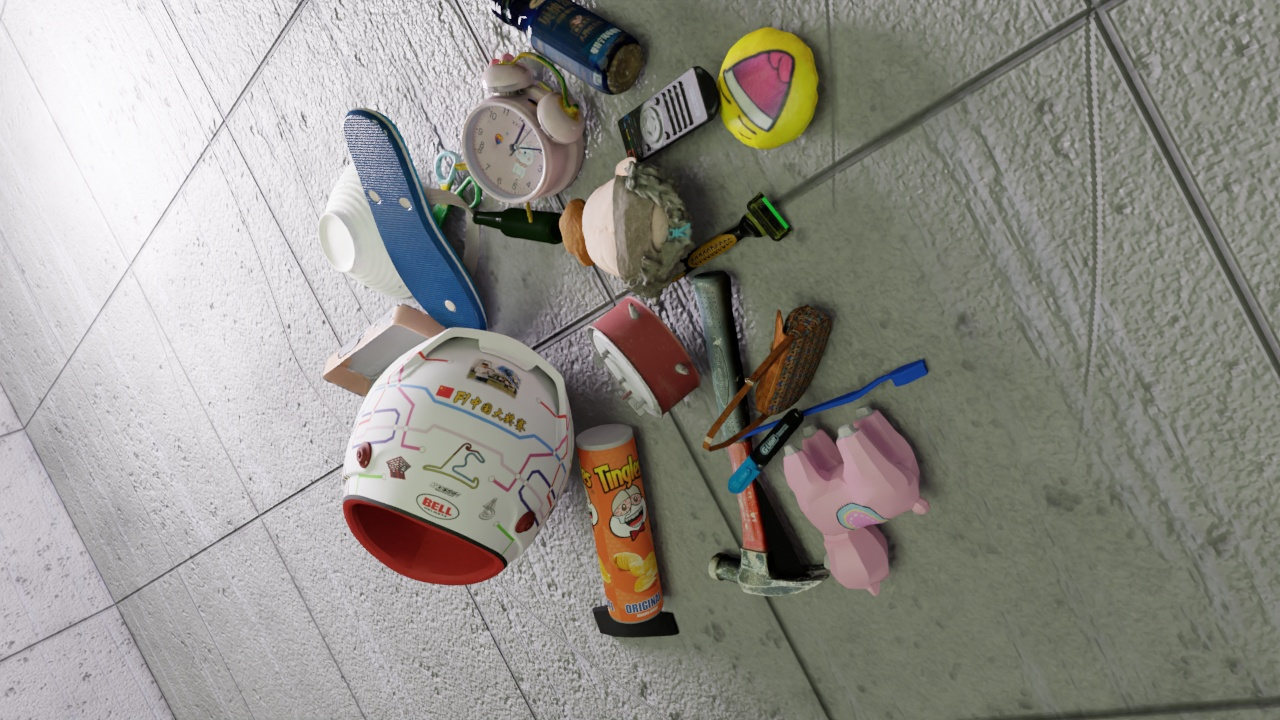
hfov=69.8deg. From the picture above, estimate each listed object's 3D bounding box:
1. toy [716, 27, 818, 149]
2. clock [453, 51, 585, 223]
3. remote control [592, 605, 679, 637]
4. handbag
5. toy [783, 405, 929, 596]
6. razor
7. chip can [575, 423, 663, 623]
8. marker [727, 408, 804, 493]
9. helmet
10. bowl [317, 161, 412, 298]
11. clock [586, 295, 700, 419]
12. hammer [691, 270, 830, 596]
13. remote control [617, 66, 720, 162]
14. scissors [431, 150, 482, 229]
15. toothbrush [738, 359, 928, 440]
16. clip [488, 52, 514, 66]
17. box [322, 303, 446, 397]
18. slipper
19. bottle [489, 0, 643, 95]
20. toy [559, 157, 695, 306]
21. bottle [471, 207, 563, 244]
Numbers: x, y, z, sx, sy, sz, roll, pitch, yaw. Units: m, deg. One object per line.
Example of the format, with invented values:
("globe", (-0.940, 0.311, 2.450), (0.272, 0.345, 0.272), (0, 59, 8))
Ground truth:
("toy", (0.102, -0.218, 0.739), (0.094, 0.041, 0.095), (-44, 72, 39))
("clock", (-0.112, -0.223, 0.888), (0.117, 0.058, 0.158), (38, 131, 6))
("remote control", (-0.008, 0.308, 1.079), (0.125, 0.010, 0.039), (-11, 101, 41))
("handbag", (0.093, 0.022, 0.746), (0.043, 0.195, 0.094), (28, 127, 21))
("toy", (0.191, 0.126, 0.799), (0.124, 0.067, 0.157), (-23, 97, 42))
("razor", (0.069, -0.103, 0.829), (0.144, 0.021, 0.044), (-27, 112, 43))
("chip can", (-0.021, 0.178, 0.999), (0.062, 0.062, 0.210), (4, 111, 39))
("marker", (0.111, 0.084, 0.828), (0.018, 0.015, 0.123), (44, 133, 13))
("helmet", (-0.190, 0.096, 0.991), (0.231, 0.235, 0.315), (24, 150, -8))
("bowl", (-0.339, -0.151, 1.111), (0.177, 0.070, 0.177), (20, 123, 34))
("clock", (-0.005, 0.005, 0.878), (0.110, 0.061, 0.157), (50, 169, 4))
("hammer", (0.101, 0.075, 0.870), (0.141, 0.036, 0.326), (2, 110, 41))
("remote control", (0.022, -0.211, 0.802), (0.141, 0.021, 0.045), (-11, 96, 61))
("scissors", (-0.228, -0.188, 1.044), (0.132, 0.013, 0.078), (-30, 93, 45))
("toothbrush", (0.160, 0.040, 0.796), (0.187, 0.016, 0.011), (-26, 99, 30))
("clip", (-0.136, -0.277, 0.925), (0.039, 0.022, 0.059), (-17, 99, 39))
("box", (-0.314, 0.025, 1.161), (0.121, 0.094, 0.218), (32, 141, -29))
("slipper", (-0.241, -0.152, 1.024), (0.118, 0.060, 0.295), (9, 134, 32))
("bottle", (-0.070, -0.299, 0.836), (0.161, 0.056, 0.056), (37, 128, 22))
("toy", (-0.013, -0.120, 0.850), (0.176, 0.076, 0.133), (12, 107, 48))
("bottle", (-0.132, -0.145, 0.971), (0.123, 0.032, 0.033), (13, 117, 36))
